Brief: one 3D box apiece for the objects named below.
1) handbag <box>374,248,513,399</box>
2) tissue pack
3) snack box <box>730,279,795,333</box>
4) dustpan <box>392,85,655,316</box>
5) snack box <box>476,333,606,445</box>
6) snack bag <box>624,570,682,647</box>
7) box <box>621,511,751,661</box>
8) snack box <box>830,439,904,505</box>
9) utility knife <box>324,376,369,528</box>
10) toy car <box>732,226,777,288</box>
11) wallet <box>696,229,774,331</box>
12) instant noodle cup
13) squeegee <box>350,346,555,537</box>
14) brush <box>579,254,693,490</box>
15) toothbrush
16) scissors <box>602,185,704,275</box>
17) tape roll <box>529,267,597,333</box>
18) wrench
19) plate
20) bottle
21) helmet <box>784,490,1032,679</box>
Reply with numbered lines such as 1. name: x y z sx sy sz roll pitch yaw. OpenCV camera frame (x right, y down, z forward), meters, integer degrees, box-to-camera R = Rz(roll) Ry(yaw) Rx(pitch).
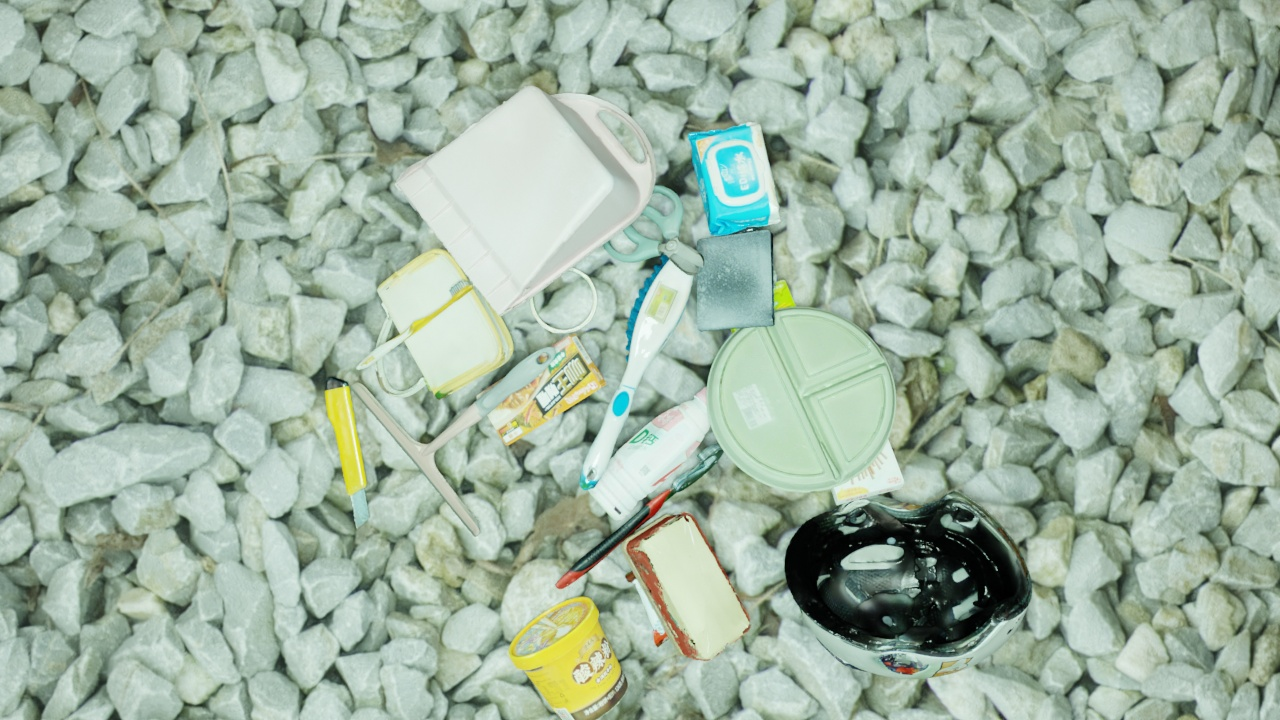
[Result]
1. handbag: -0.265 -0.035 1.149 0.179 0.063 0.163 -29 90 14
2. tissue pack: 0.116 -0.225 1.137 0.090 0.063 0.140 -11 77 -1
3. snack box: 0.169 -0.015 1.149 0.086 0.026 0.156 -21 77 -2
4. dustpan: -0.119 -0.209 1.130 0.274 0.138 0.222 -38 81 12
5. snack box: -0.124 0.037 1.136 0.154 0.026 0.075 -32 91 19
6. snack bag: 0.020 0.307 1.161 0.048 0.026 0.104 -26 89 -14
7. box: 0.058 0.276 1.122 0.091 0.080 0.168 -29 90 -26
8. snack box: 0.259 0.093 1.139 0.084 0.027 0.156 -15 67 -1
9. utility knife: -0.370 0.115 1.161 0.033 0.015 0.195 -10 90 2
10. toy car: 0.142 -0.123 1.153 0.043 0.034 0.090 -17 74 0
11. wallet: 0.117 -0.097 1.128 0.097 0.019 0.120 -4 80 23
12. instant noodle cup: -0.083 0.371 1.119 0.118 0.118 0.114 -29 97 -1
13. squeegee: -0.198 0.062 1.106 0.250 0.040 0.247 -38 94 18
14. brush: -0.007 0.007 1.121 0.060 0.109 0.314 25 89 -6
15. toothbrush: -0.278 -0.042 1.115 0.192 0.016 0.018 -33 80 17
16. scissors: 0.035 -0.166 1.122 0.186 0.019 0.132 20 75 35
17. tape roll: -0.098 -0.077 1.167 0.086 0.014 0.086 0 90 -1
18. wrench: -0.001 0.198 1.153 0.273 0.056 0.016 -41 67 3
19. plate: 0.194 0.043 1.106 0.230 0.027 0.230 -1 76 4
20. bottle: 0.023 0.112 1.144 0.197 0.068 0.068 -41 90 -4
21. helmet: 0.312 0.283 1.092 0.274 0.229 0.157 -10 130 2
